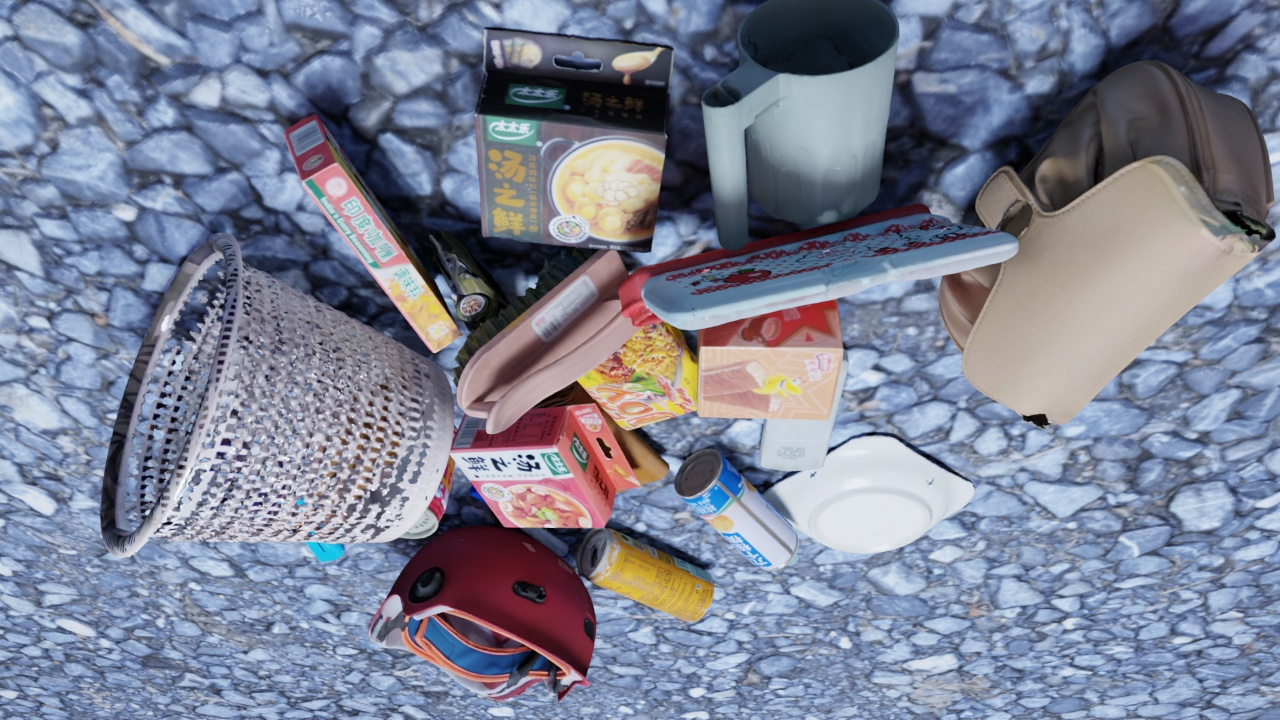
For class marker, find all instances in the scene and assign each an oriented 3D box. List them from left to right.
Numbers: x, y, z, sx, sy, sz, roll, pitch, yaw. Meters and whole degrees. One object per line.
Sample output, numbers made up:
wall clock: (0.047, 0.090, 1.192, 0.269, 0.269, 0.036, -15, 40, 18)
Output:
marker: (-0.119, 0.164, 0.931, 0.017, 0.016, 0.146, -22, 133, 26)

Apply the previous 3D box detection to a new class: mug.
mug: (0.084, -0.128, 0.509, 0.123, 0.084, 0.103, -39, 145, -20)

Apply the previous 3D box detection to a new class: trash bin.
trash bin: (-0.255, 0.045, 0.677, 0.192, 0.227, 0.228, 21, 138, -38)

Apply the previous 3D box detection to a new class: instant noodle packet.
instant noodle packet: (-0.004, 0.004, 0.720, 0.111, 0.044, 0.128, -16, 136, 26)

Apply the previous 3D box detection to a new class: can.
can: (-0.199, 0.101, 0.806, 0.066, 0.093, 0.067, 2, 139, 2)
can: (0.007, 0.224, 0.960, 0.146, 0.058, 0.058, 29, 133, -26)
can: (0.091, 0.141, 0.850, 0.053, 0.053, 0.134, -26, 125, 30)

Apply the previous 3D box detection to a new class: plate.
plate: (0.215, 0.141, 0.868, 0.164, 0.034, 0.164, 28, 134, -26)

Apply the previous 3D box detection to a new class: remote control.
remote control: (0.134, 0.042, 0.768, 0.058, 0.021, 0.150, 2, 139, 2)

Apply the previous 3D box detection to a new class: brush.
brush: (-0.062, -0.013, 0.618, 0.145, 0.073, 0.063, -40, 141, -12)

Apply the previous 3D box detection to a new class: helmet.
helmet: (-0.137, 0.239, 0.913, 0.241, 0.143, 0.207, -20, 131, 43)

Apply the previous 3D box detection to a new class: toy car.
toy car: (-0.113, -0.031, 0.667, 0.042, 0.070, 0.158, -28, 139, -9)

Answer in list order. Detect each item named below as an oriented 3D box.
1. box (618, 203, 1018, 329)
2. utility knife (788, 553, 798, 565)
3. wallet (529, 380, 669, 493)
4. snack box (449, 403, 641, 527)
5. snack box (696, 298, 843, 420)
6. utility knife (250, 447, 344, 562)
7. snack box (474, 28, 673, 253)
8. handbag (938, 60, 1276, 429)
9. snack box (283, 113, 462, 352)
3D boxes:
box: (0.094, -0.055, 0.542, 0.201, 0.161, 0.050, -14, 98, -11)
utility knife: (0.107, 0.161, 0.911, 0.029, 0.013, 0.178, -30, 125, 23)
wallet: (-0.059, 0.080, 0.822, 0.119, 0.035, 0.130, -27, 128, 27)
snack box: (-0.079, 0.093, 0.777, 0.127, 0.044, 0.113, -6, 134, 24)
snack box: (0.088, -0.018, 0.648, 0.094, 0.092, 0.077, 1, 139, 3)
utility knife: (-0.352, 0.145, 0.927, 0.034, 0.018, 0.208, -4, 137, 10)
snack box: (-0.042, -0.130, 0.567, 0.113, 0.053, 0.126, 5, 144, -2)
handbag: (0.257, -0.066, 0.538, 0.099, 0.147, 0.205, 15, 134, -16)
snack box: (-0.174, -0.080, 0.607, 0.027, 0.077, 0.156, -32, 135, -4)
